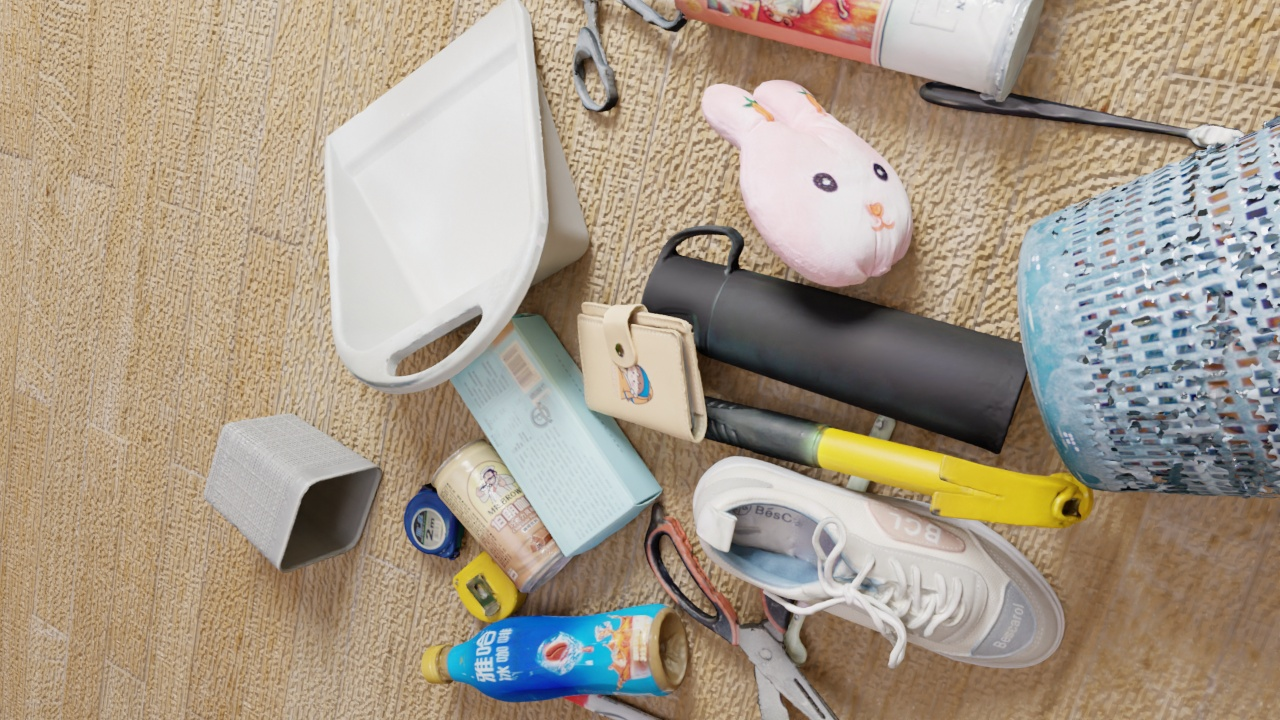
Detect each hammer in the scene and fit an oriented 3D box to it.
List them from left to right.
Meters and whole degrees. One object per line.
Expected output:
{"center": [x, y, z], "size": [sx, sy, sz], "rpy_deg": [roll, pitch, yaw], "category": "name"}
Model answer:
{"center": [0.115, 0.054, 0.577], "size": [0.301, 0.128, 0.033], "rpy_deg": [12, 91, 39], "category": "hammer"}

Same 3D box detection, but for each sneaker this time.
{"center": [0.146, 0.128, 0.556], "size": [0.242, 0.090, 0.089], "rpy_deg": [21, 100, 3], "category": "sneaker"}

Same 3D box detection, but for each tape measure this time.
{"center": [-0.169, 0.133, 0.765], "size": [0.054, 0.025, 0.058], "rpy_deg": [10, 96, 25], "category": "tape measure"}
{"center": [-0.122, 0.184, 0.747], "size": [0.060, 0.028, 0.057], "rpy_deg": [-42, 79, 23], "category": "tape measure"}

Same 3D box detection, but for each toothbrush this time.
{"center": [0.134, 0.122, 0.627], "size": [0.029, 0.020, 0.190], "rpy_deg": [36, 111, 52], "category": "toothbrush"}
{"center": [0.255, -0.146, 0.542], "size": [0.181, 0.018, 0.016], "rpy_deg": [18, 108, 24], "category": "toothbrush"}

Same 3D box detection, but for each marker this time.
{"center": [-0.007, 0.277, 0.710], "size": [0.145, 0.017, 0.017], "rpy_deg": [16, 102, 23], "category": "marker"}

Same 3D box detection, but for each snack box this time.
{"center": [-0.066, 0.054, 0.693], "size": [0.074, 0.051, 0.175], "rpy_deg": [-40, 78, 25], "category": "snack box"}

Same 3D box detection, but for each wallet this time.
{"center": [-0.004, 0.004, 0.620], "size": [0.115, 0.024, 0.087], "rpy_deg": [14, 115, 51], "category": "wallet"}

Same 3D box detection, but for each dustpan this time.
{"center": [-0.155, -0.111, 0.669], "size": [0.223, 0.142, 0.257], "rpy_deg": [-27, 86, 25], "category": "dustpan"}

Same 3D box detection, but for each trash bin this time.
{"center": [0.302, -0.022, 0.441], "size": [0.196, 0.226, 0.226], "rpy_deg": [-13, 90, 38], "category": "trash bin"}

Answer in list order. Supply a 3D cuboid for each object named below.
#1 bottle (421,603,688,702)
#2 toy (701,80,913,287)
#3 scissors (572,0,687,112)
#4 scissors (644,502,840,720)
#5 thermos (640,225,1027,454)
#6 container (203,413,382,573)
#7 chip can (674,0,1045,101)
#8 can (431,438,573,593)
{"center": [-0.073, 0.228, 0.707], "size": [0.219, 0.065, 0.065], "rpy_deg": [-12, 91, 25], "category": "bottle"}
{"center": [0.102, -0.116, 0.568], "size": [0.159, 0.121, 0.054], "rpy_deg": [58, 142, 17], "category": "toy"}
{"center": [-0.035, -0.265, 0.656], "size": [0.160, 0.014, 0.180], "rpy_deg": [4, 102, 34], "category": "scissors"}
{"center": [0.079, 0.182, 0.642], "size": [0.189, 0.015, 0.227], "rpy_deg": [10, 96, 33], "category": "scissors"}
{"center": [0.119, -0.020, 0.585], "size": [0.243, 0.068, 0.090], "rpy_deg": [19, 124, 22], "category": "thermos"}
{"center": [-0.303, 0.107, 0.791], "size": [0.114, 0.090, 0.090], "rpy_deg": [30, 106, 23], "category": "container"}
{"center": [0.128, -0.221, 0.562], "size": [0.215, 0.071, 0.071], "rpy_deg": [23, 105, 22], "category": "chip can"}
{"center": [-0.106, 0.121, 0.715], "size": [0.116, 0.058, 0.059], "rpy_deg": [46, 112, 13], "category": "can"}
